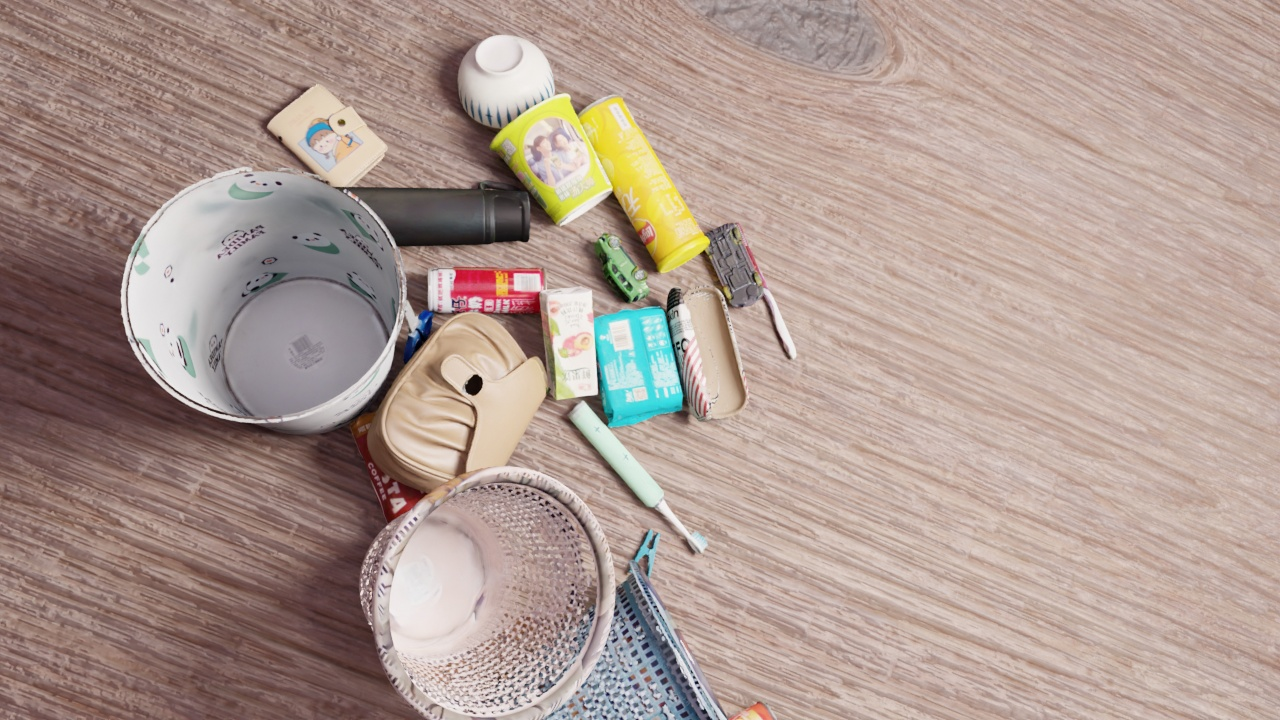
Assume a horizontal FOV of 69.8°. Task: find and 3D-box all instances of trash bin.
[{"bbox_3d":[-0.343,-0.032,0.902,0.229,0.252,0.229,3,77,-11],"label":"trash bin"},{"bbox_3d":[-0.034,0.346,0.921,0.195,0.226,0.226,-30,85,-3],"label":"trash bin"},{"bbox_3d":[-0.167,0.215,0.868,0.227,0.193,0.227,5,81,-32],"label":"trash bin"}]

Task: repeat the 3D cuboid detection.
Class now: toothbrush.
[{"bbox_3d":[-0.002,0.136,1.055,0.224,0.027,0.027,49,51,2],"label":"toothbrush"},{"bbox_3d":[0.152,-0.086,1.142,0.017,0.016,0.187,-22,83,-8],"label":"toothbrush"}]

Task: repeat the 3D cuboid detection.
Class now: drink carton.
[{"bbox_3d":[-0.081,-0.020,1.041,0.053,0.045,0.122,-9,107,-19],"label":"drink carton"}]

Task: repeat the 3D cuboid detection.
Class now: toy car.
[{"bbox_3d":[0.115,-0.115,1.128,0.049,0.031,0.106,-26,81,12],"label":"toy car"},{"bbox_3d":[-0.025,-0.110,1.095,0.036,0.043,0.091,-33,86,-16],"label":"toy car"}]

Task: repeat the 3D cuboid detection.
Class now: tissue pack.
[{"bbox_3d":[-0.006,0.006,1.070,0.093,0.050,0.133,-10,80,-16],"label":"tissue pack"}]

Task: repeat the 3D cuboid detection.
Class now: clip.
[{"bbox_3d":[0.006,0.220,1.045,0.039,0.014,0.056,22,74,-7],"label":"clip"}]

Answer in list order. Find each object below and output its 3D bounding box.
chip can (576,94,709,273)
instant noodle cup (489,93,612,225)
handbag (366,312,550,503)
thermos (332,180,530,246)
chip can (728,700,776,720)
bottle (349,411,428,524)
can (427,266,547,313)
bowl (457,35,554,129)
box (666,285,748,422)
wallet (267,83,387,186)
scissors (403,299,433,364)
[{"bbox_3d":[0.000,-0.213,1.108,0.072,0.072,0.213,-29,85,-16],"label":"chip can"},{"bbox_3d":[-0.098,-0.229,1.078,0.111,0.112,0.123,-34,94,-17],"label":"instant noodle cup"},{"bbox_3d":[-0.187,0.046,0.975,0.147,0.100,0.203,35,51,-11],"label":"handbag"},{"bbox_3d":[-0.252,-0.171,1.056,0.242,0.069,0.089,-3,47,-14],"label":"thermos"},{"bbox_3d":[0.053,0.444,0.975,0.216,0.073,0.073,-22,83,-15],"label":"chip can"},{"bbox_3d":[-0.255,0.138,0.985,0.057,0.057,0.175,-21,83,-16],"label":"bottle"},{"bbox_3d":[-0.176,-0.081,1.051,0.132,0.053,0.053,-1,78,-12],"label":"can"},{"bbox_3d":[-0.162,-0.342,1.091,0.116,0.066,0.116,0,66,-1],"label":"bowl"},{"bbox_3d":[0.081,-0.011,1.083,0.088,0.076,0.162,-13,80,-18],"label":"box"},{"bbox_3d":[-0.361,-0.259,1.069,0.115,0.024,0.087,43,78,1],"label":"wallet"},{"bbox_3d":[-0.235,-0.046,0.971,0.012,0.175,0.107,22,52,-4],"label":"scissors"}]
